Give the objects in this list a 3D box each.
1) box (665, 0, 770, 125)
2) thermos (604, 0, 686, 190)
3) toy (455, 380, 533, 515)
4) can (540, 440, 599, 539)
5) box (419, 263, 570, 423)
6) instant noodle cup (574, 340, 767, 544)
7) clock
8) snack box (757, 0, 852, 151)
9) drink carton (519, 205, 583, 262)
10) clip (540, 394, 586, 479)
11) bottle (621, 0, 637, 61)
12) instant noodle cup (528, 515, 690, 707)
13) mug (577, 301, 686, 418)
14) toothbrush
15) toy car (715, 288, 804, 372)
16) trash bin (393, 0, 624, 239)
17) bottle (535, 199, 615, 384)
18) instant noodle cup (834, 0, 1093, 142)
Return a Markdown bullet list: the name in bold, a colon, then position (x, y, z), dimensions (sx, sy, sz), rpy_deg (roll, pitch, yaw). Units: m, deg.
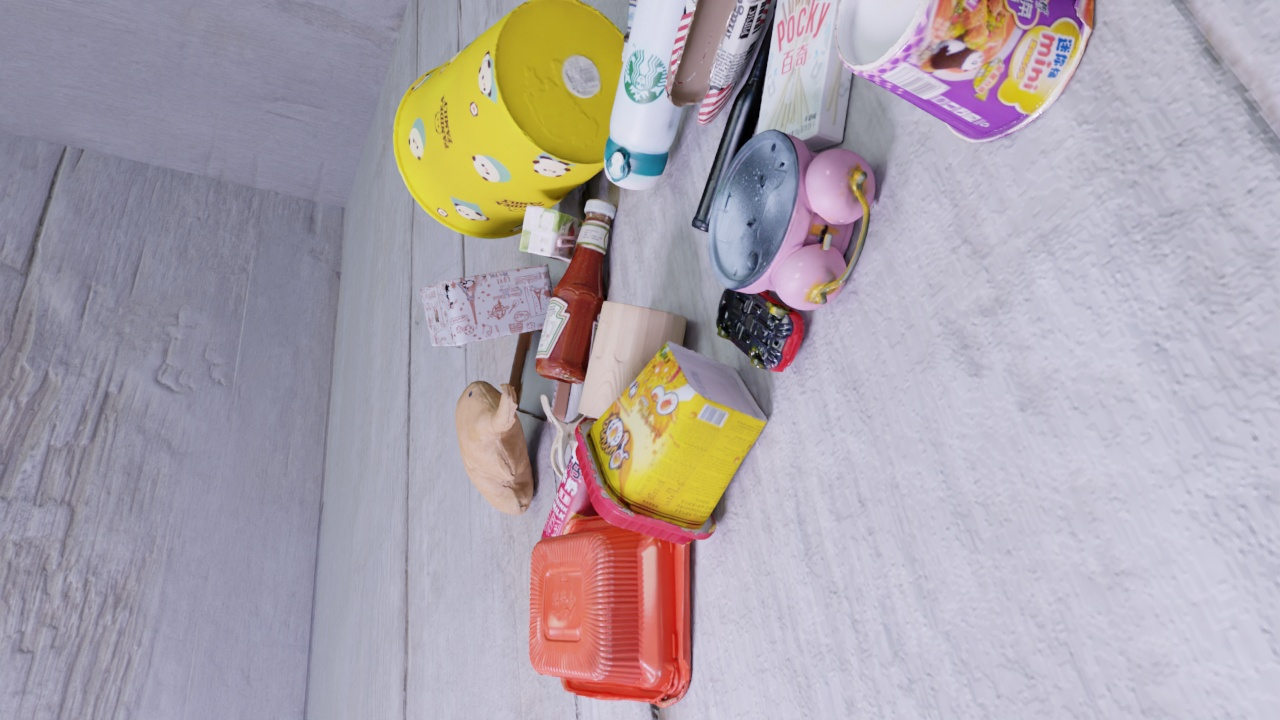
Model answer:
- **box**: position (0.080, -0.271, 0.773), dimensions (0.081, 0.074, 0.164), rpy_deg (49, 141, 26)
- **thermos**: position (0.014, -0.268, 0.848), dimensions (0.073, 0.073, 0.225), rpy_deg (-115, 34, -51)
- **toy**: position (-0.173, 0.085, 1.074), dimensions (0.143, 0.082, 0.226), rpy_deg (49, 156, 29)
- **can**: position (-0.056, 0.133, 0.920), dimensions (0.133, 0.053, 0.053), rpy_deg (-69, 27, 22)
- **box**: position (-0.167, -0.012, 1.129), dimensions (0.183, 0.156, 0.192), rpy_deg (-176, 77, -67)
- **instant noodle cup**: position (0.026, 0.062, 0.723), dimensions (0.124, 0.116, 0.116), rpy_deg (-56, 32, 21)
- **clock**: position (0.110, -0.098, 0.652), dimensions (0.158, 0.059, 0.117), rpy_deg (40, 116, 63)
- **snack box**: position (0.130, -0.236, 0.699), dimensions (0.085, 0.026, 0.156), rpy_deg (4, 85, 65)
- **drink carton**: position (-0.095, -0.143, 1.051), dimensions (0.122, 0.045, 0.053), rpy_deg (-11, -67, -78)
- **clip**: position (-0.078, 0.085, 1.008), dimensions (0.034, 0.061, 0.097), rpy_deg (175, 94, -65)
- **bottle**: position (0.015, -0.403, 0.940), dimensions (0.044, 0.079, 0.195), rpy_deg (-134, 51, -56)
- **instant noodle cup**: position (-0.035, 0.214, 0.802), dimensions (0.189, 0.079, 0.164), rpy_deg (-19, 66, 48)
- **mug**: position (-0.005, 0.005, 0.849), dimensions (0.124, 0.084, 0.103), rpy_deg (16, -95, -89)
- **toothbrush**: position (0.090, -0.211, 0.777), dimensions (0.027, 0.026, 0.213), rpy_deg (27, 107, 28)
- **toy car**: position (0.089, -0.029, 0.701), dimensions (0.106, 0.031, 0.049), rpy_deg (46, 121, 59)
- **trash bin**: position (-0.137, -0.280, 1.063), dimensions (0.256, 0.229, 0.229), rpy_deg (-11, 71, 58)
- **bottle**: position (-0.066, -0.078, 1.018), dimensions (0.060, 0.059, 0.206), rpy_deg (-5, 71, 64)
- **instant noodle cup**: position (0.171, -0.189, 0.511), dimensions (0.112, 0.099, 0.111), rpy_deg (-39, 45, 54)
